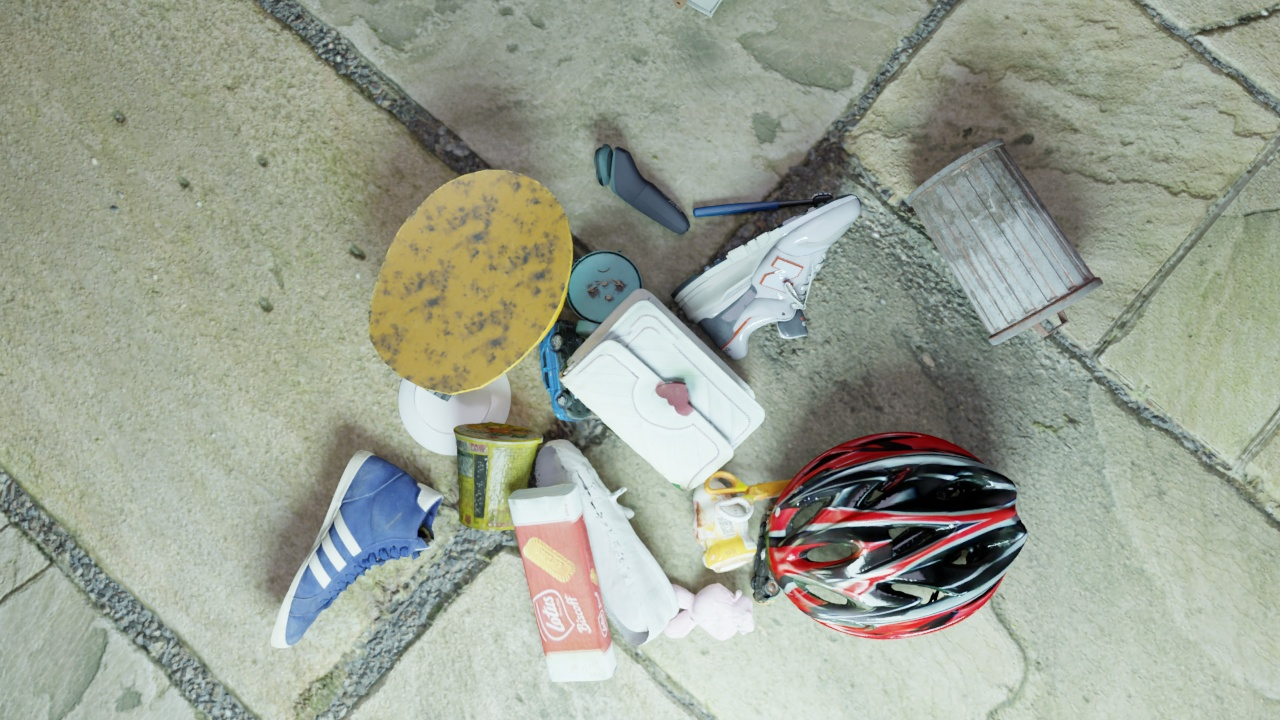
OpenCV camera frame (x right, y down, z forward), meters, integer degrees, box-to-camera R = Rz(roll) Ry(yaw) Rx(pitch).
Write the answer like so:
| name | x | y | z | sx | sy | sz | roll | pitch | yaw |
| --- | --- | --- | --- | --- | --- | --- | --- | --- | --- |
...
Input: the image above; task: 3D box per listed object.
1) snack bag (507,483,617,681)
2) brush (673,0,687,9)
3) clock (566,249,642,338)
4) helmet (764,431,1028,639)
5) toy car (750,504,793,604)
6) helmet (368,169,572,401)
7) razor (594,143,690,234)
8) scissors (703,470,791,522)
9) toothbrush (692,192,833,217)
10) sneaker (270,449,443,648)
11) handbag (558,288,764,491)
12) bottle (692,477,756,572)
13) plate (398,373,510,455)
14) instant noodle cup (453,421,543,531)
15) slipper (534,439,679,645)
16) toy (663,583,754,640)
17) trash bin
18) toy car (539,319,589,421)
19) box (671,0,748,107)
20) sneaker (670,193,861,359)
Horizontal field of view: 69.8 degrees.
| name | x | y | z | sx | sy | sz | roll | pitch | yaw |
| --- | --- | --- | --- | --- | --- | --- | --- | --- | --- |
| snack bag | -0.085 | 0.247 | 1.009 | 0.077 | 0.041 | 0.225 | -8 | 100 | 17 |
| brush | 0.051 | -0.441 | 1.065 | 0.045 | 0.143 | 0.008 | 29 | 86 | -4 |
| clock | -0.037 | -0.067 | 1.069 | 0.090 | 0.053 | 0.124 | -13 | 79 | 2 |
| helmet | 0.270 | 0.185 | 0.977 | 0.272 | 0.167 | 0.217 | -13 | 81 | -3 |
| toy car | 0.158 | 0.222 | 1.039 | 0.047 | 0.047 | 0.111 | 14 | 80 | -13 |
| helmet | -0.173 | -0.076 | 1.038 | 0.205 | 0.131 | 0.255 | 32 | 86 | 14 |
| razor | 0.002 | -0.202 | 1.094 | 0.143 | 0.047 | 0.052 | 39 | 110 | 3 |
| scissors | 0.133 | 0.152 | 1.034 | 0.130 | 0.013 | 0.070 | 1 | 49 | -26 |
| toothbrush | 0.146 | -0.185 | 1.099 | 0.168 | 0.014 | 0.014 | -5 | 117 | 4 |
| sneaker | -0.307 | 0.230 | 1.036 | 0.118 | 0.091 | 0.232 | 21 | 77 | 1 |
| handbag | 0.023 | 0.035 | 1.013 | 0.198 | 0.096 | 0.142 | 42 | 98 | -13 |
| bottle | 0.089 | 0.181 | 1.039 | 0.063 | 0.063 | 0.108 | -18 | 68 | 0 |
| plate | -0.221 | 0.045 | 1.088 | 0.134 | 0.011 | 0.134 | 0 | 84 | 2 |
| instant noodle cup | -0.165 | 0.131 | 1.039 | 0.102 | 0.102 | 0.108 | 7 | 96 | 2 |
| slipper | -0.039 | 0.195 | 1.033 | 0.112 | 0.074 | 0.246 | -42 | 76 | 33 |
| toy | 0.076 | 0.283 | 1.037 | 0.110 | 0.047 | 0.063 | -3 | 93 | 19 |
| trash bin | 0.408 | -0.125 | 1.029 | 0.131 | 0.131 | 0.211 | -30 | 82 | -2 |
| toy car | -0.088 | 0.013 | 1.068 | 0.044 | 0.056 | 0.120 | -16 | 77 | 30 |
| box | 0.066 | -0.517 | 1.244 | 0.172 | 0.404 | 0.168 | 29 | 85 | 4 |
| sneaker | 0.166 | -0.086 | 1.060 | 0.240 | 0.088 | 0.124 | -28 | 88 | 7 |
